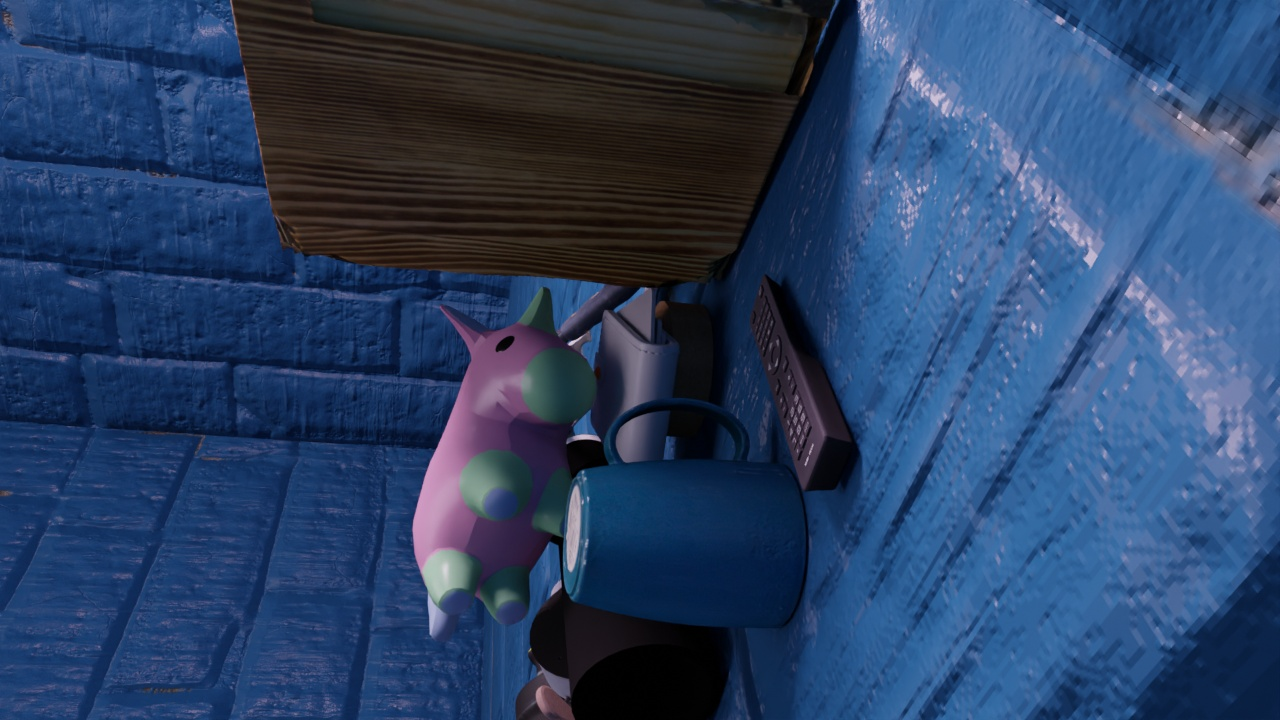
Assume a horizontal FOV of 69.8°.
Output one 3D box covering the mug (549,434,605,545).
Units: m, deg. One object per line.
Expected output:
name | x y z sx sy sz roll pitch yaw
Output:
mug | -0.070 0.131 0.836 0.082 0.117 0.098 51 156 10

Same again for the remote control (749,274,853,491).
remote control | 0.073 0.006 0.434 0.136 0.015 0.032 -97 17 -55

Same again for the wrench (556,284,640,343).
wrench | -0.040 -0.041 0.779 0.073 0.022 0.274 -43 5 -41

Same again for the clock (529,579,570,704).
clock | -0.028 0.190 0.655 0.122 0.094 0.035 -91 -12 -60

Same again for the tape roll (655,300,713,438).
tape roll | 0.024 0.006 0.638 0.094 0.027 0.094 -176 91 -78

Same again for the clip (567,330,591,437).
clip | -0.084 0.034 0.876 0.126 0.101 0.153 -42 -1 -45

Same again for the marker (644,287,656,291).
marker | 0.000 -0.025 0.807 0.012 0.012 0.142 -101 20 -53

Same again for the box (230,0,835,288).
box | -0.066 -0.154 0.528 0.191 0.279 0.252 -99 18 -47

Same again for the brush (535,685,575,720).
brush | -0.019 0.238 0.545 0.015 0.135 0.049 -39 22 8

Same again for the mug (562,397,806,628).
mug | 0.017 0.074 0.454 0.085 0.104 0.112 127 146 -69

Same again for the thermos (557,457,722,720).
thermos | -0.009 0.139 0.600 0.198 0.086 0.086 -104 22 -58

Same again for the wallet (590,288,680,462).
wallet | -0.004 0.004 0.611 0.118 0.037 0.115 -132 48 -70

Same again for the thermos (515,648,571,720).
thermos | -0.037 0.319 0.668 0.220 0.098 0.098 -107 24 -47

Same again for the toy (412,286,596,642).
toy | -0.098 0.071 0.623 0.222 0.120 0.171 -60 31 16
